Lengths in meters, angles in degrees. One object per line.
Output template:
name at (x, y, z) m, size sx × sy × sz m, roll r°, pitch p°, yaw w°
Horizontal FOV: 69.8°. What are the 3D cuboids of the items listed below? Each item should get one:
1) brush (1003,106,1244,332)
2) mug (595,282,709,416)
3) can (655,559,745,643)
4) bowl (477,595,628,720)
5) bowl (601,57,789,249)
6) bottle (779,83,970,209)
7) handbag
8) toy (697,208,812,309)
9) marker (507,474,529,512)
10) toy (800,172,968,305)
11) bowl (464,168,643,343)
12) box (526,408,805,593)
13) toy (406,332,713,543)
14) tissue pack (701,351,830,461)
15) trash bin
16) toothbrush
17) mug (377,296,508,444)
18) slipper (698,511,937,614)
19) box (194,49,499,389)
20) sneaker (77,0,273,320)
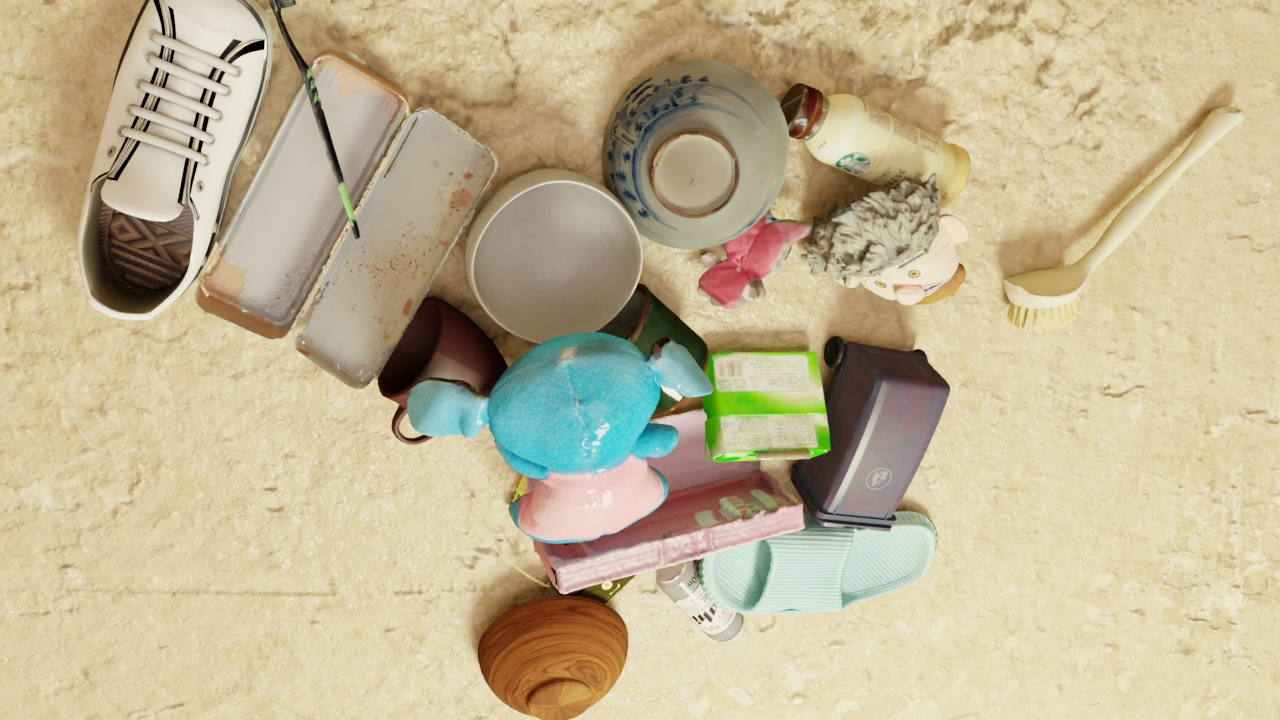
brush at (0.438, -0.128, 0.831) m, size 0.272 × 0.062 × 0.077 m, roll -44°, pitch 133°, yaw 4°
mug at (-0.005, 0.005, 0.756) m, size 0.081 × 0.085 × 0.111 m, roll 39°, pitch 79°, yaw -28°
can at (0.060, 0.234, 0.907) m, size 0.044 × 0.044 × 0.106 m, roll -38°, pitch 117°, yaw 5°
bowl at (-0.079, 0.298, 0.872) m, size 0.147 × 0.068 × 0.147 m, roll -6°, pitch 127°, yaw -8°
bowl at (0.041, -0.147, 0.696) m, size 0.151 × 0.056 × 0.151 m, roll 2°, pitch 117°, yaw 4°
bottle at (0.187, -0.174, 0.741) m, size 0.162 × 0.056 × 0.057 m, roll 18°, pitch 109°, yaw -20°
handbag at (-0.081, 0.168, 0.844) m, size 0.084 × 0.027 × 0.178 m, roll -44°, pitch 121°, yaw 8°
toy at (0.091, -0.087, 0.768) m, size 0.065 × 0.050 × 0.102 m, roll 37°, pitch 96°, yaw 9°
marker at (-0.087, 0.081, 0.816) m, size 0.014 × 0.014 × 0.132 m, roll 19°, pitch 109°, yaw -21°
toy at (0.215, -0.084, 0.771) m, size 0.133 × 0.076 × 0.175 m, roll -15°, pitch 150°, yaw 43°
bowl at (-0.070, -0.085, 0.713) m, size 0.131 × 0.064 × 0.132 m, roll -8°, pitch 119°, yaw -15°
box at (0.020, 0.108, 0.802) m, size 0.232 × 0.099 × 0.115 m, roll -11°, pitch 109°, yaw -16°
toy at (-0.055, 0.062, 0.689) m, size 0.224 × 0.098 × 0.192 m, roll -9°, pitch 128°, yaw -7°
tissue pack at (0.110, 0.041, 0.809) m, size 0.114 × 0.034 × 0.099 m, roll 0°, pitch 74°, yaw -14°
trash bin at (0.207, 0.070, 0.844) m, size 0.093 × 0.092 × 0.161 m, roll 8°, pitch 116°, yaw -17°
toothbrush at (-0.219, -0.174, 0.624) m, size 0.017 × 0.014 × 0.188 m, roll -12°, pitch 110°, yaw 4°
mug at (-0.154, 0.019, 0.732) m, size 0.088 × 0.087 × 0.114 m, roll 31°, pitch 87°, yaw -38°
slipper at (0.186, 0.201, 0.894) m, size 0.275 × 0.069 × 0.116 m, roll -1°, pitch 111°, yaw -22°
box at (-0.218, -0.099, 0.679) m, size 0.157 × 0.063 × 0.217 m, roll 32°, pitch 104°, yaw -4°
sneaker at (-0.320, -0.134, 0.613) m, size 0.091 × 0.097 × 0.246 m, roll 22°, pitch 108°, yaw -22°
